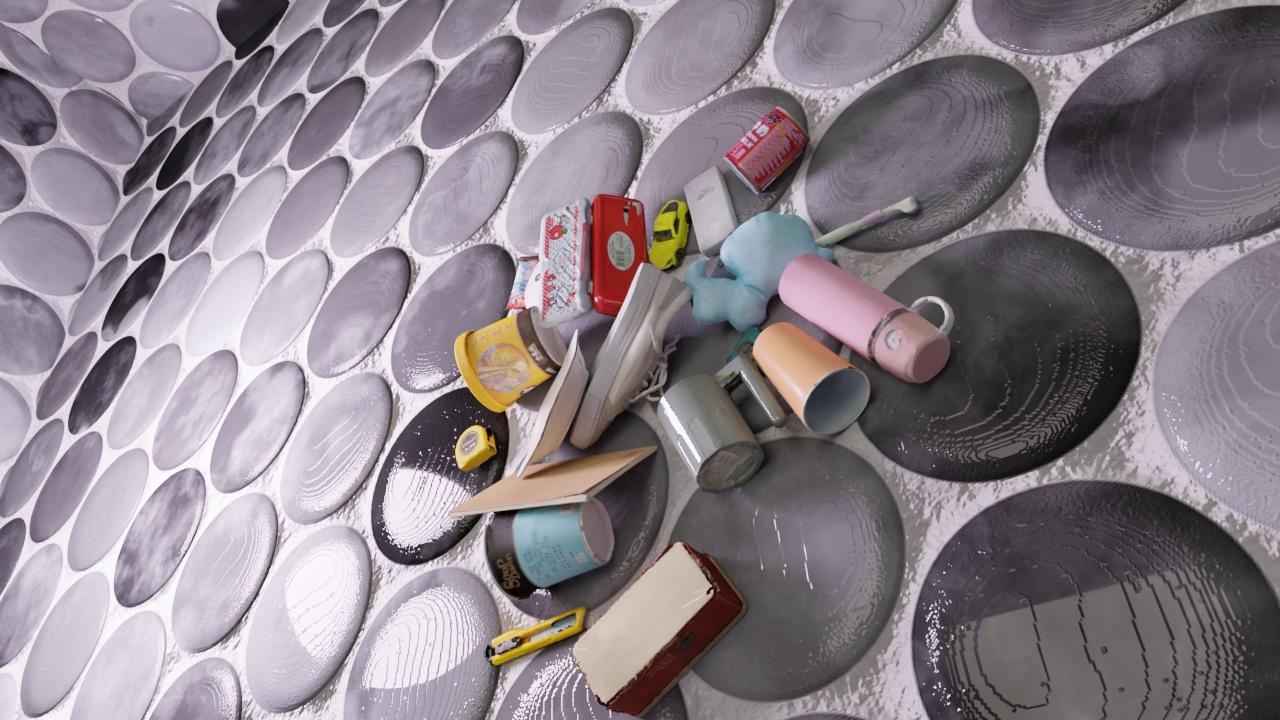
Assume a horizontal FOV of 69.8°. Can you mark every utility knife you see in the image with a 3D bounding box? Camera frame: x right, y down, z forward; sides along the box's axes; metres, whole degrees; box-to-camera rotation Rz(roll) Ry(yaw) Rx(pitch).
[{"bbox_3d":[-0.122,0.313,1.044,0.154,0.015,0.033,-28,50,24],"label":"utility knife"}]

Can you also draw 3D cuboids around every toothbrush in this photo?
[{"bbox_3d":[0.226,-0.140,1.046,0.190,0.020,0.029,-23,19,29],"label":"toothbrush"}]

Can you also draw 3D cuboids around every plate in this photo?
[{"bbox_3d":[-0.101,0.058,1.134,0.164,0.034,0.164,-79,14,-57],"label":"plate"}]

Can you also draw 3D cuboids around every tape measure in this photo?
[{"bbox_3d":[-0.224,0.119,1.253,0.060,0.029,0.057,-35,46,18],"label":"tape measure"},{"bbox_3d":[0.128,-0.008,1.036,0.058,0.025,0.054,-52,41,1],"label":"tape measure"}]

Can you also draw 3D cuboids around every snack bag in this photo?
[{"bbox_3d":[-0.174,-0.115,1.370,0.048,0.026,0.104,0,62,27],"label":"snack bag"}]

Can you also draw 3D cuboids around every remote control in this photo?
[{"bbox_3d":[0.093,-0.195,1.196,0.056,0.019,0.135,-30,47,22],"label":"remote control"}]

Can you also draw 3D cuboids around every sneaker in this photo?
[{"bbox_3d":[-0.007,0.007,1.115,0.089,0.090,0.242,-94,29,-75],"label":"sneaker"}]

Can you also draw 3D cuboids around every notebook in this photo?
[{"bbox_3d":[-0.102,0.140,1.073,0.212,0.149,0.012,-13,99,35],"label":"notebook"}]

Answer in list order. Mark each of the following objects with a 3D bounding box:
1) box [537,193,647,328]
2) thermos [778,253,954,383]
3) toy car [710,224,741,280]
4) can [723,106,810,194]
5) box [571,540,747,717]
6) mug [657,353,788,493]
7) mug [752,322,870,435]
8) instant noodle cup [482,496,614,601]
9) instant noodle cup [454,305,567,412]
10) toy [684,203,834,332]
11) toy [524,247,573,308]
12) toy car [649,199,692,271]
[{"bbox_3d":[-0.065,-0.137,1.225,0.160,0.065,0.200,-5,55,4],"label":"box"},{"bbox_3d":[0.232,-0.053,0.942,0.198,0.067,0.087,41,107,49],"label":"thermos"},{"bbox_3d":[0.116,-0.107,1.107,0.054,0.036,0.120,31,95,46],"label":"toy car"},{"bbox_3d":[0.159,-0.264,1.150,0.094,0.066,0.066,-44,43,9],"label":"can"},{"bbox_3d":[0.012,0.264,0.915,0.168,0.077,0.091,-47,43,5],"label":"box"},{"bbox_3d":[0.089,0.065,0.977,0.124,0.083,0.103,-41,45,13],"label":"mug"},{"bbox_3d":[0.171,0.012,0.953,0.078,0.078,0.122,-46,38,7],"label":"mug"},{"bbox_3d":[-0.098,0.206,1.039,0.121,0.111,0.111,-18,51,20],"label":"instant noodle cup"},{"bbox_3d":[-0.168,-0.007,1.233,0.114,0.118,0.118,-28,47,13],"label":"instant noodle cup"},{"bbox_3d":[0.135,-0.106,1.051,0.161,0.049,0.156,13,104,6],"label":"toy"},{"bbox_3d":[-0.111,-0.129,1.309,0.121,0.054,0.159,-21,43,27],"label":"toy"},{"bbox_3d":[0.037,-0.167,1.218,0.048,0.032,0.105,-7,60,37],"label":"toy car"}]
